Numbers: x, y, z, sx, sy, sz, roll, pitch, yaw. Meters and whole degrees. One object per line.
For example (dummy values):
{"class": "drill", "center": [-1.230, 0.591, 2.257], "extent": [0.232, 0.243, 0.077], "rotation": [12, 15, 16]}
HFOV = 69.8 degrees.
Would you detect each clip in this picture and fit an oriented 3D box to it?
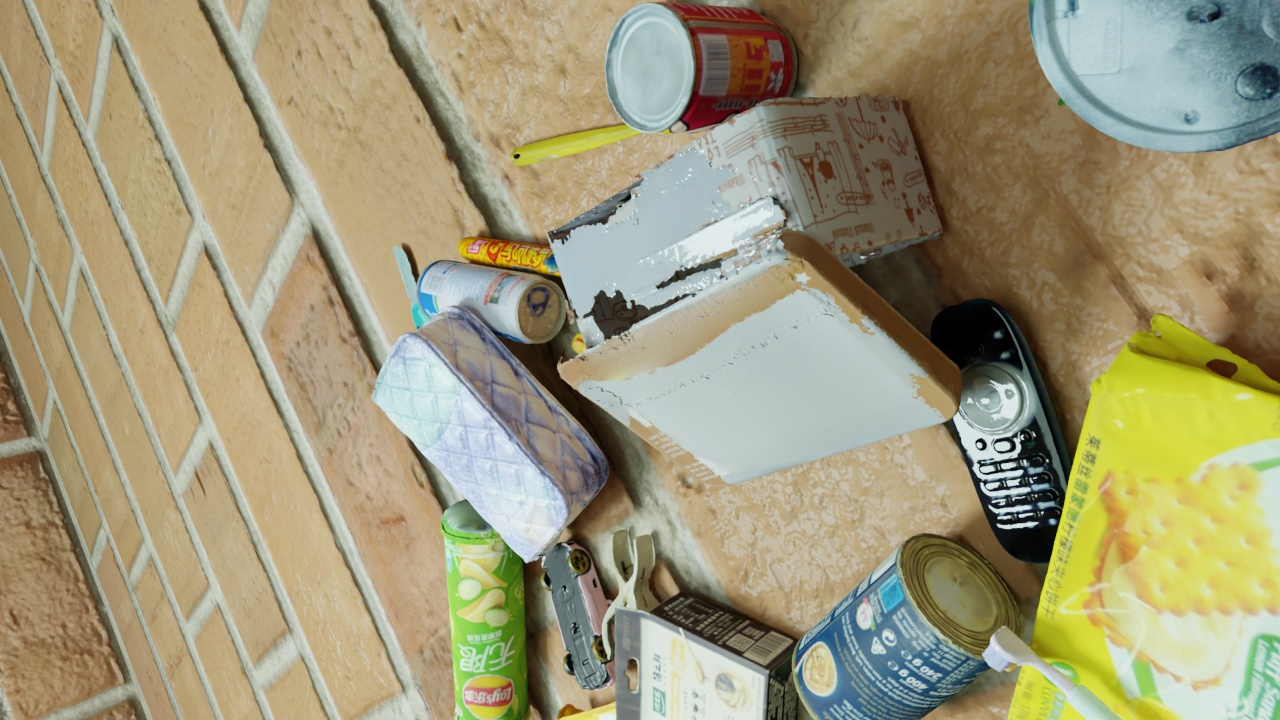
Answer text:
{"class": "clip", "center": [0.006, 0.185, 0.693], "extent": [0.083, 0.034, 0.105], "rotation": [25, 111, 43]}

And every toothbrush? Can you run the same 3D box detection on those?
{"class": "toothbrush", "center": [0.223, 0.182, 0.375], "extent": [0.021, 0.029, 0.189], "rotation": [-49, 60, 2]}
{"class": "toothbrush", "center": [-0.031, -0.154, 0.633], "extent": [0.190, 0.016, 0.016], "rotation": [2, 103, 46]}

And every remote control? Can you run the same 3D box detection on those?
{"class": "remote control", "center": [0.186, 0.034, 0.462], "extent": [0.053, 0.024, 0.136], "rotation": [-20, 87, 49]}

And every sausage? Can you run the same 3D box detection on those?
{"class": "sausage", "center": [-0.093, -0.081, 0.718], "extent": [0.165, 0.021, 0.021], "rotation": [13, 111, 43]}

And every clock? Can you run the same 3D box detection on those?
{"class": "clock", "center": [0.227, -0.139, 0.327], "extent": [0.159, 0.059, 0.117], "rotation": [12, 123, 41]}

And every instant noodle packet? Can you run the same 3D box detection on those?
{"class": "instant noodle packet", "center": [-0.010, 0.325, 0.744], "extent": [0.129, 0.044, 0.110], "rotation": [-32, 77, 44]}

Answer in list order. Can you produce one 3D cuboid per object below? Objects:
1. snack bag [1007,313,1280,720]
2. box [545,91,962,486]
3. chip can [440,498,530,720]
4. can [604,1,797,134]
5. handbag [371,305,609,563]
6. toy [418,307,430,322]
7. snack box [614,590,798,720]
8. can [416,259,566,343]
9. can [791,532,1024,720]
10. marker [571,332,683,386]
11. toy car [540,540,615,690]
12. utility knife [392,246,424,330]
{"class": "snack bag", "center": [0.255, 0.116, 0.384], "extent": [0.158, 0.068, 0.247], "rotation": [24, 120, 41]}
{"class": "box", "center": [0.063, -0.020, 0.482], "extent": [0.183, 0.152, 0.178], "rotation": [-20, 90, 47]}
{"class": "chip can", "center": [-0.137, 0.231, 0.825], "extent": [0.073, 0.072, 0.221], "rotation": [17, 114, 42]}
{"class": "can", "center": [0.035, -0.160, 0.506], "extent": [0.067, 0.093, 0.066], "rotation": [17, 115, 42]}
{"class": "handbag", "center": [-0.116, 0.058, 0.720], "extent": [0.194, 0.075, 0.135], "rotation": [47, 137, 6]}
{"class": "toy", "center": [-0.167, 0.007, 0.814], "extent": [0.096, 0.030, 0.092], "rotation": [30, 118, 18]}
{"class": "snack box", "center": [0.045, 0.233, 0.647], "extent": [0.126, 0.053, 0.113], "rotation": [16, 114, 40]}
{"class": "can", "center": [-0.121, -0.048, 0.733], "extent": [0.135, 0.053, 0.053], "rotation": [14, 112, 43]}
{"class": "can", "center": [0.144, 0.155, 0.506], "extent": [0.075, 0.075, 0.111], "rotation": [50, 132, 23]}
{"class": "marker", "center": [-0.004, 0.004, 0.657], "extent": [0.124, 0.015, 0.018], "rotation": [23, 122, 38]}
{"class": "toy car", "center": [-0.046, 0.207, 0.751], "extent": [0.056, 0.037, 0.122], "rotation": [-40, 61, 42]}
{"class": "utility knife", "center": [-0.194, -0.009, 0.850], "extent": [0.029, 0.013, 0.207], "rotation": [-22, 87, 42]}
